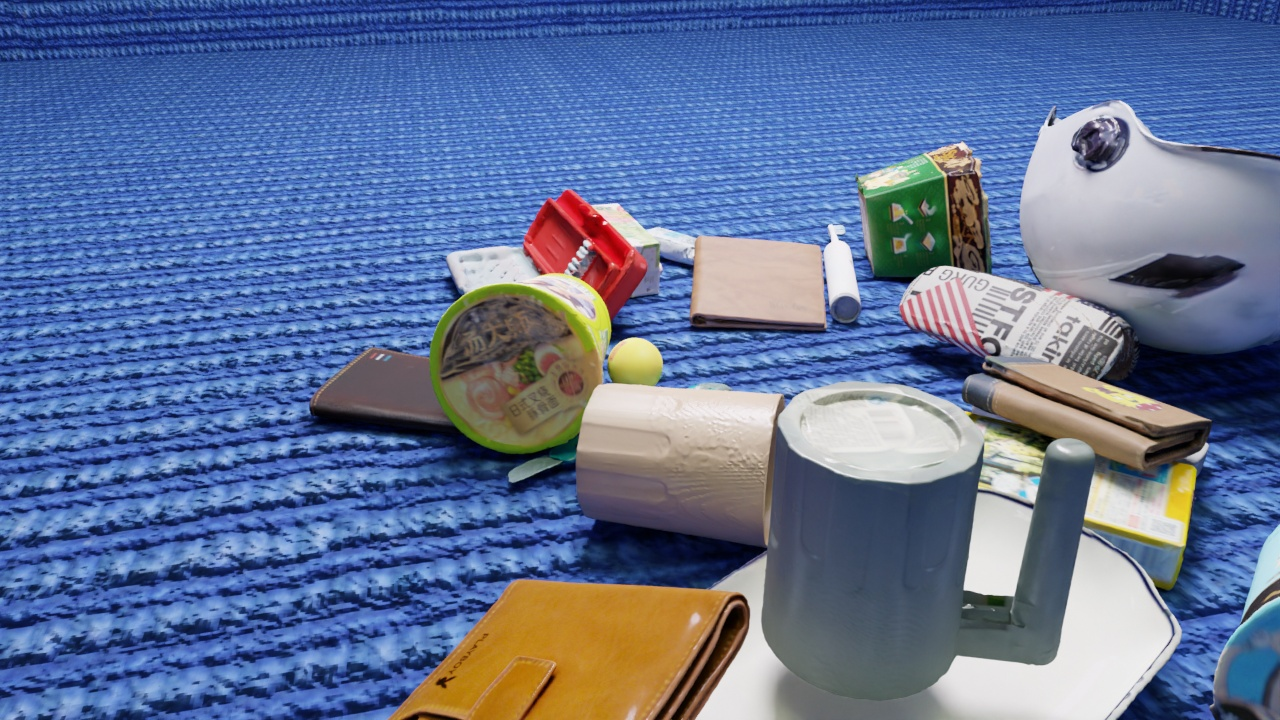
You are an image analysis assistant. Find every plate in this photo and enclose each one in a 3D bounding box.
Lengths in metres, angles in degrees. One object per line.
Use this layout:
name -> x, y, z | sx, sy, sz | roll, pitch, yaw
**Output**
plate -> 0.118, 0.134, 0.409 | 0.265, 0.034, 0.162 | -22, 33, -36

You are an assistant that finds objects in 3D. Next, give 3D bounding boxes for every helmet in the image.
helmet -> 0.392, -0.084, 0.685 | 0.229, 0.146, 0.258 | 19, 15, -17

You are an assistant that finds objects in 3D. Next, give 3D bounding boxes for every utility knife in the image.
utility knife -> -0.011, 0.045, 0.612 | 0.184, 0.013, 0.029 | -22, 26, -35

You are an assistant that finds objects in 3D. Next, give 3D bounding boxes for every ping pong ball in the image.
ping pong ball -> -0.004, 0.004, 0.663 | 0.040, 0.040, 0.040 | -1, 27, 0

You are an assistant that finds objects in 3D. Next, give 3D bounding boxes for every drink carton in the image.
drink carton -> -0.018, -0.106, 0.867 | 0.045, 0.054, 0.122 | -10, 29, -18

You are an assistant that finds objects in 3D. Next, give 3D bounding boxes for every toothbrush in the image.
toothbrush -> 0.186, -0.091, 0.862 | 0.026, 0.027, 0.220 | -2, 26, 10

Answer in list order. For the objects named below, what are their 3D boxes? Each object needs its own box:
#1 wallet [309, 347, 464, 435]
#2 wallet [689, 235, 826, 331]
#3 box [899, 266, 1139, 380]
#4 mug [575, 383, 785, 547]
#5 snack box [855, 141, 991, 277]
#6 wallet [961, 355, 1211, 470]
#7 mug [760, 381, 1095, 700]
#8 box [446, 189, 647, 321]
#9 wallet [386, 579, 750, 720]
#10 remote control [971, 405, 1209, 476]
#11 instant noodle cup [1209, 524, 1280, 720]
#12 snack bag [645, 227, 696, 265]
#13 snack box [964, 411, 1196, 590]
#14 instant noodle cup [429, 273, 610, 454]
wallet -> -0.160, 0.021, 0.660 | 0.122, 0.020, 0.096 | 7, 28, 10
wallet -> 0.101, -0.067, 0.792 | 0.115, 0.020, 0.101 | 3, 49, 4
box -> 0.282, -0.020, 0.690 | 0.162, 0.086, 0.075 | 24, 79, 44
mug -> 0.030, 0.055, 0.533 | 0.104, 0.084, 0.124 | 5, 3, 15
snack box -> 0.264, -0.133, 0.869 | 0.106, 0.117, 0.118 | -8, 23, 12
wallet -> 0.266, 0.029, 0.554 | 0.090, 0.033, 0.115 | -5, 22, -37
mug -> 0.113, 0.072, 0.375 | 0.124, 0.103, 0.083 | 3, 27, 10
box -> -0.085, -0.078, 0.812 | 0.157, 0.069, 0.201 | -32, 34, -5
wallet -> -0.035, 0.135, 0.374 | 0.131, 0.035, 0.118 | -8, 21, 40
remote control -> 0.290, 0.044, 0.597 | 0.056, 0.019, 0.135 | -21, 33, -35
instant noodle cup -> 0.299, 0.114, 0.377 | 0.111, 0.111, 0.120 | 15, 23, 28
snack bag -> 0.036, -0.112, 0.908 | 0.105, 0.026, 0.045 | 20, 24, 33
snack box -> 0.235, 0.074, 0.527 | 0.140, 0.034, 0.086 | 16, 31, 27
instant noodle cup -> -0.068, -0.010, 0.626 | 0.112, 0.112, 0.123 | 4, 16, 9
